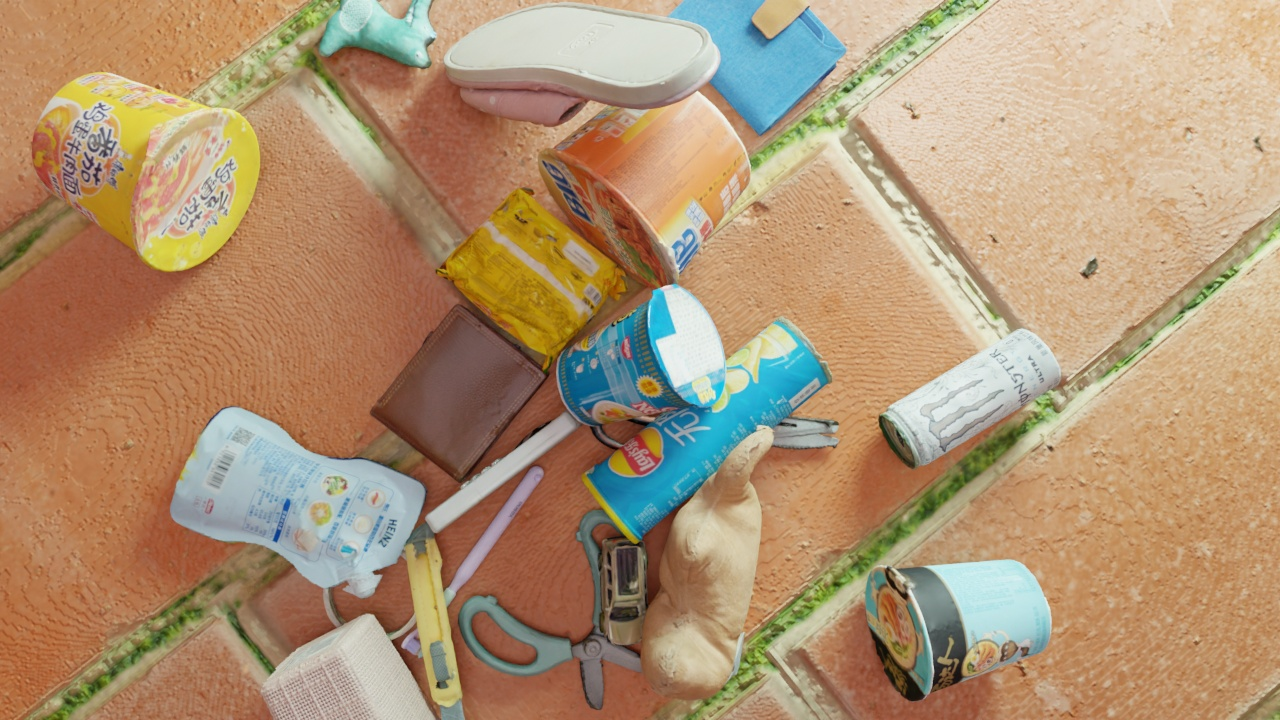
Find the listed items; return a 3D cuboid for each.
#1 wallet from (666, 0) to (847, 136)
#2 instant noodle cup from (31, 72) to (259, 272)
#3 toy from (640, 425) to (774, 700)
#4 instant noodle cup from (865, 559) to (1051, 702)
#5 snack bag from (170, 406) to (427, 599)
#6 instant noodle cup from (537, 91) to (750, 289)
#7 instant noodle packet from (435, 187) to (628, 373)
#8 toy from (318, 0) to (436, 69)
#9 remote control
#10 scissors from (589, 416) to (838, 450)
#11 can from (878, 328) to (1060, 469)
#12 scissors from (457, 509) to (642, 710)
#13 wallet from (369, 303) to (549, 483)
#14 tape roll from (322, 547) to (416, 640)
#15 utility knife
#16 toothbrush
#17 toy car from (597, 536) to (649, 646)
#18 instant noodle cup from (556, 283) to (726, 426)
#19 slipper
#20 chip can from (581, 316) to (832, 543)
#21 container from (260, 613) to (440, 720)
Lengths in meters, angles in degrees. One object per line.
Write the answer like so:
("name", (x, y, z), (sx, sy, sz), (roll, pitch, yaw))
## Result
("wallet", (0.098, -0.277, 0.792), (0.106, 0.040, 0.133), (-44, 92, 2))
("instant noodle cup", (-0.390, -0.155, 0.723), (0.110, 0.138, 0.138), (27, 88, 6))
("toy", (0.058, 0.156, 0.731), (0.082, 0.143, 0.226), (14, 91, 9))
("instant noodle cup", (0.265, 0.213, 0.759), (0.120, 0.111, 0.111), (-8, 89, -10))
("snack bag", (-0.282, 0.118, 0.760), (0.191, 0.039, 0.110), (22, 74, 2))
("instant noodle cup", (0.009, -0.146, 0.735), (0.151, 0.151, 0.111), (43, 79, -1))
("instant noodle packet", (-0.088, -0.068, 0.769), (0.128, 0.044, 0.110), (42, 75, -3))
("toy", (-0.215, -0.285, 0.782), (0.092, 0.030, 0.096), (23, 81, -7))
("remote control", (-0.113, 0.089, 0.763), (0.150, 0.058, 0.021), (-37, 90, -3))
("scissors", (0.064, 0.039, 0.793), (0.206, 0.015, 0.193), (-30, 90, -3))
("can", (0.279, 0.033, 0.782), (0.146, 0.058, 0.058), (-30, 90, -3))
("scissors", (-0.074, 0.214, 0.781), (0.179, 0.019, 0.170), (-2, 89, -6))
("wallet", (-0.153, 0.027, 0.778), (0.101, 0.032, 0.124), (38, 87, 1))
("tape roll", (-0.224, 0.196, 0.778), (0.086, 0.014, 0.086), (0, 89, -3))
("utility knife", (-0.164, 0.244, 0.758), (0.031, 0.022, 0.219), (-13, 89, 6))
("toothbrush", (-0.139, 0.169, 0.779), (0.029, 0.021, 0.189), (36, 87, -34))
("toy car", (-0.013, 0.193, 0.762), (0.042, 0.035, 0.090), (-1, 90, -10))
("instant noodle cup", (-0.004, 0.004, 0.723), (0.110, 0.099, 0.099), (-22, 90, 35))
("slipper", (-0.051, -0.225, 0.711), (0.275, 0.054, 0.114), (19, 59, 39))
("chip can", (0.054, 0.056, 0.750), (0.210, 0.071, 0.071), (-39, 91, -3))
("container", (-0.232, 0.276, 0.732), (0.090, 0.090, 0.111), (-28, 94, 4))
